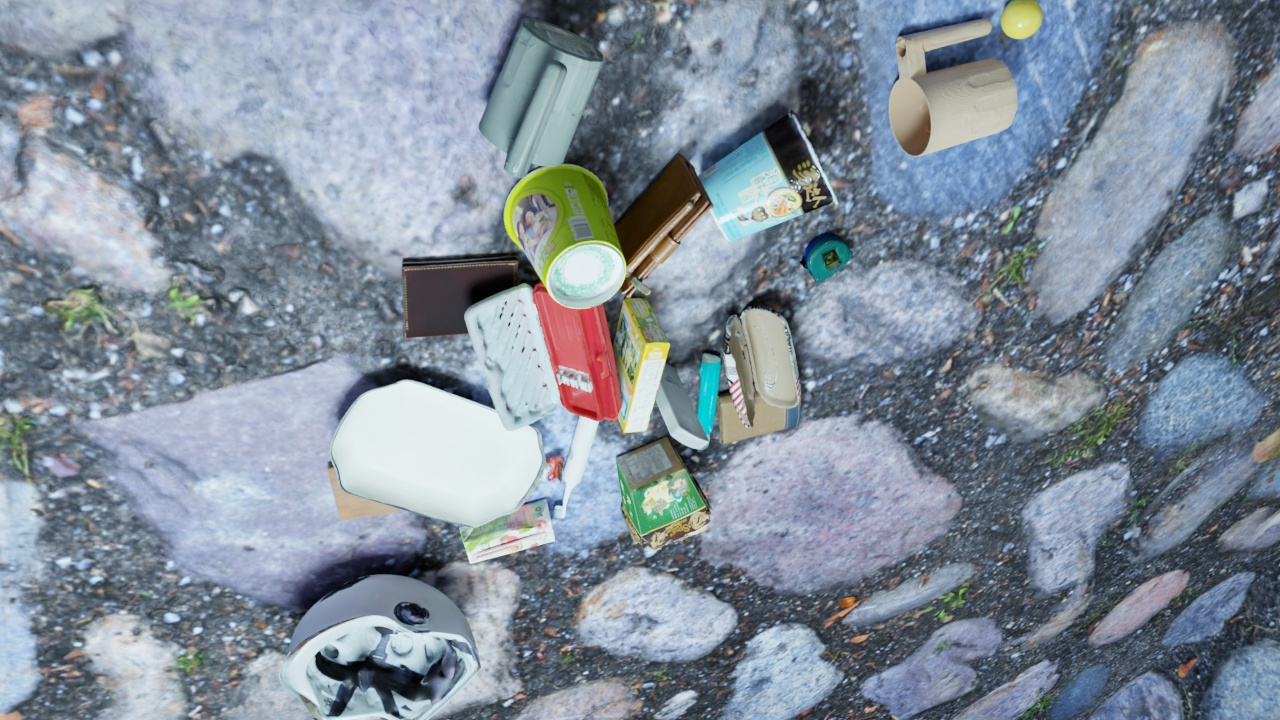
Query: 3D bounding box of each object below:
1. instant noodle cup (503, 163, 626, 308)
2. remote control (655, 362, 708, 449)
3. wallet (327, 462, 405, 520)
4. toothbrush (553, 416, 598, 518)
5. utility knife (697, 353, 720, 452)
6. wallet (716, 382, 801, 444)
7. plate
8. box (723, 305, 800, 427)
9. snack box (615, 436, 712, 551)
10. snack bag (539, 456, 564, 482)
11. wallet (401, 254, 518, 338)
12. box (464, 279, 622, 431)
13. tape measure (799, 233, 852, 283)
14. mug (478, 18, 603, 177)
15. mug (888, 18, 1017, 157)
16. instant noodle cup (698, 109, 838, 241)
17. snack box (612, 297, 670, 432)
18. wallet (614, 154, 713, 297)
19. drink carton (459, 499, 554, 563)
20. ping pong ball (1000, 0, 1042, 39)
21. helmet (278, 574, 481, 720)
[{"bbox_3d":[-0.069,-0.116,0.913,0.111,0.123,0.112,-12,135,-13],"label":"instant noodle cup"},{"bbox_3d":[0.039,0.049,1.106,0.019,0.135,0.056,-43,134,20],"label":"remote control"},{"bbox_3d":[-0.321,0.154,1.135,0.115,0.020,0.101,-7,133,-14],"label":"wallet"},{"bbox_3d":[-0.085,0.135,1.212,0.026,0.026,0.222,7,129,-14],"label":"toothbrush"},{"bbox_3d":[0.087,0.058,1.221,0.029,0.013,0.185,-8,132,-12],"label":"utility knife"},{"bbox_3d":[0.162,0.068,1.251,0.115,0.033,0.090,-15,132,-8],"label":"wallet"},{"bbox_3d":[-0.238,0.109,1.095,0.265,0.034,0.162,24,105,-34],"label":"plate"},{"bbox_3d":[0.153,0.009,1.149,0.086,0.075,0.162,-7,126,17],"label":"box"},{"bbox_3d":[0.025,0.173,1.246,0.118,0.117,0.106,-22,124,-6],"label":"snack box"},{"bbox_3d":[-0.150,0.145,1.193,0.105,0.026,0.045,-6,136,-15],"label":"snack bag"},{"bbox_3d":[-0.193,-0.067,0.983,0.122,0.020,0.096,-5,129,-18],"label":"wallet"},{"bbox_3d":[-0.103,-0.004,1.026,0.158,0.069,0.201,-6,135,4],"label":"box"},{"bbox_3d":[0.223,-0.124,1.101,0.058,0.025,0.054,-37,135,11],"label":"tape measure"},{"bbox_3d":[-0.087,-0.228,0.804,0.083,0.123,0.104,20,119,-15],"label":"mug"},{"bbox_3d":[0.325,-0.287,0.964,0.103,0.084,0.125,-16,109,-10],"label":"mug"},{"bbox_3d":[0.128,-0.183,0.955,0.121,0.111,0.111,-27,136,13],"label":"instant noodle cup"},{"bbox_3d":[-0.006,0.006,1.081,0.033,0.086,0.141,-5,132,-20],"label":"snack box"},{"bbox_3d":[0.014,-0.135,0.935,0.035,0.119,0.131,30,115,-33],"label":"wallet"},{"bbox_3d":[-0.181,0.235,1.250,0.122,0.045,0.054,-13,136,-10],"label":"drink carton"},{"bbox_3d":[0.394,-0.353,0.947,0.040,0.040,0.040,-12,134,-13],"label":"ping pong ball"},{"bbox_3d":[-0.349,0.375,1.240,0.258,0.145,0.229,26,116,-30],"label":"helmet"}]
